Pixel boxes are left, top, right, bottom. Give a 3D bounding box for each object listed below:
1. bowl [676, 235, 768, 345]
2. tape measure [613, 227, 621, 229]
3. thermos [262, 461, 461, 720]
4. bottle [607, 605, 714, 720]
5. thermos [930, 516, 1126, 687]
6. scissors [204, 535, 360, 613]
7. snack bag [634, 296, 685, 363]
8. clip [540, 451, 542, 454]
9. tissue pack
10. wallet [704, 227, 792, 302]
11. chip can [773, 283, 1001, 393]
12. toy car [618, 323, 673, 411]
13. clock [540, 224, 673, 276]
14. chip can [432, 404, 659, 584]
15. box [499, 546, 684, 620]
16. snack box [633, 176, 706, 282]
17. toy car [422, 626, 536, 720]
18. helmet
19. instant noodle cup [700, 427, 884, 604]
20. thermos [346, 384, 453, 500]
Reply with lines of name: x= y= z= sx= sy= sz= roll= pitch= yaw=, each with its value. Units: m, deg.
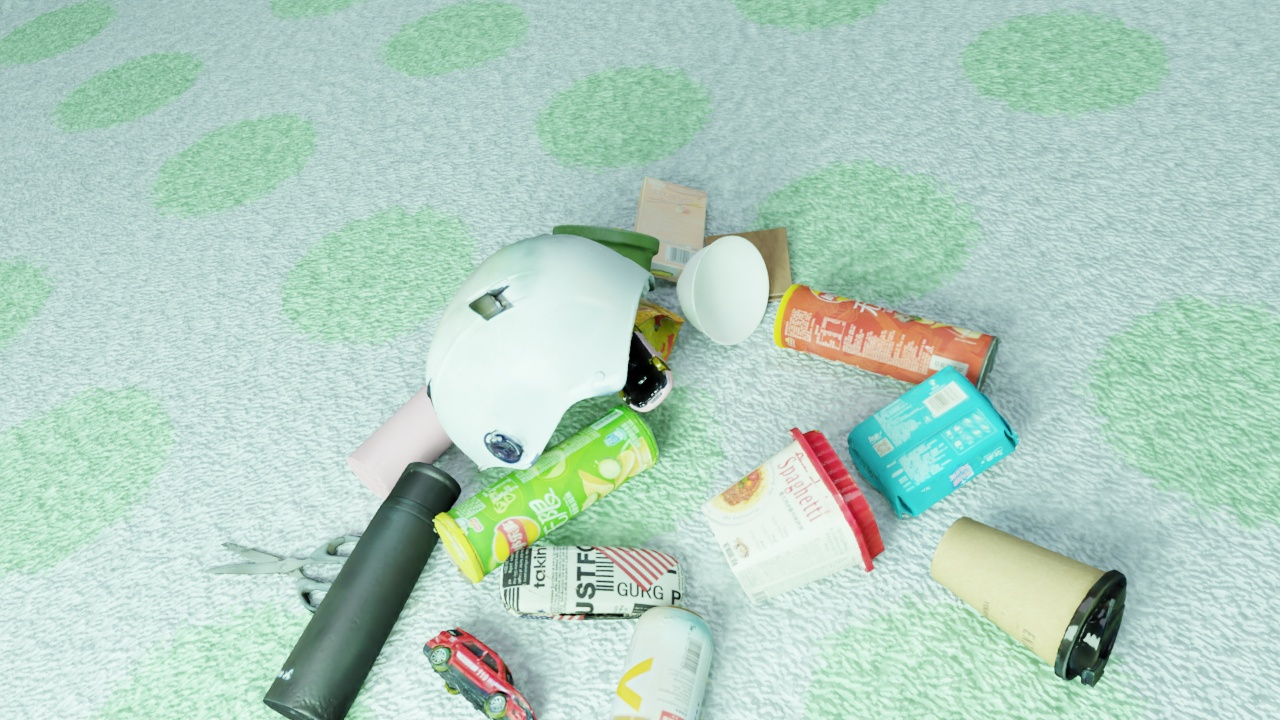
bowl: x=0.080 y=-0.079 z=1.019 sx=0.118 sy=0.118 sz=0.065 roll=-44 pitch=31 yaw=-26
tape measure: x=-0.034 y=-0.134 z=1.134 sx=0.057 sy=0.029 sz=0.060 roll=-40 pitch=50 yaw=8
thermos: x=-0.246 y=0.211 z=0.837 sx=0.068 sy=0.090 sz=0.241 roll=34 pitch=54 yaw=-13
bottle: x=0.008 y=0.285 z=0.707 sx=0.068 sy=0.068 sz=0.189 roll=5 pitch=49 yaw=17
thermos: x=0.308 y=0.184 z=0.727 sx=0.092 sy=0.093 sz=0.143 roll=-40 pitch=44 yaw=-24
scissors: x=-0.343 y=0.202 z=0.905 sx=0.163 sy=0.014 sz=0.165 roll=-33 pitch=47 yaw=-16
snack bag: x=-0.055 y=-0.048 z=1.049 sx=0.128 sy=0.073 sz=0.208 roll=-40 pitch=44 yaw=-23
clip: x=-0.105 y=0.103 z=0.940 sx=0.058 sy=0.038 sz=0.026 roll=26 pitch=55 yaw=33
tissue pack: x=0.265 y=0.076 z=0.844 sx=0.133 sy=0.050 sz=0.093 roll=-34 pitch=47 yaw=7
wallet: x=0.128 y=-0.111 z=1.090 sx=0.101 sy=0.020 sz=0.115 roll=-6 pitch=49 yaw=9
chip can: x=0.247 y=-0.020 z=0.938 sx=0.217 sy=0.073 sz=0.073 roll=18 pitch=53 yaw=27
toy car: x=-0.005 y=0.005 z=0.913 sx=0.056 sy=0.037 sz=0.122 roll=-43 pitch=41 yaw=6
clock: x=-0.053 y=-0.111 z=1.001 sx=0.161 sy=0.116 sz=0.056 roll=7 pitch=90 yaw=38
chip can: x=-0.083 y=0.121 z=0.866 sx=0.220 sy=0.073 sz=0.072 roll=-31 pitch=48 yaw=-24
box: x=-0.041 y=0.193 z=0.804 sx=0.164 sy=0.052 sz=0.068 roll=-1 pitch=34 yaw=-8
snack box: x=0.035 y=-0.161 z=1.131 sx=0.084 sy=0.026 sz=0.157 roll=14 pitch=47 yaw=-6
toy car: x=-0.131 y=0.268 z=0.765 sx=0.120 sy=0.053 sz=0.045 roll=28 pitch=56 yaw=34
helmet: x=-0.116 y=-0.021 z=0.868 sx=0.259 sy=0.146 sz=0.228 roll=-35 pitch=21 yaw=35
instant noodle cup: x=0.128 y=0.140 z=0.794 sx=0.124 sy=0.117 sz=0.116 roll=-29 pitch=47 yaw=1
thermos: x=-0.223 y=0.055 z=0.977 sx=0.087 sy=0.067 sz=0.198 roll=21 pitch=56 yaw=33
